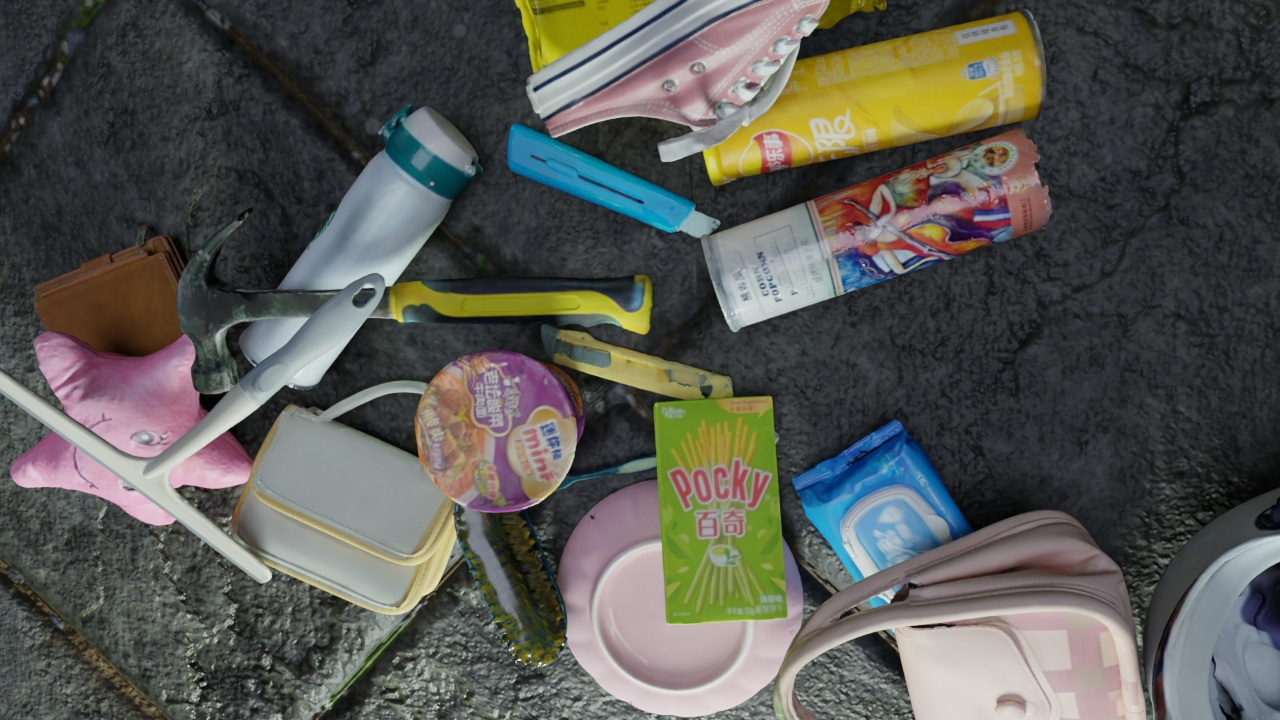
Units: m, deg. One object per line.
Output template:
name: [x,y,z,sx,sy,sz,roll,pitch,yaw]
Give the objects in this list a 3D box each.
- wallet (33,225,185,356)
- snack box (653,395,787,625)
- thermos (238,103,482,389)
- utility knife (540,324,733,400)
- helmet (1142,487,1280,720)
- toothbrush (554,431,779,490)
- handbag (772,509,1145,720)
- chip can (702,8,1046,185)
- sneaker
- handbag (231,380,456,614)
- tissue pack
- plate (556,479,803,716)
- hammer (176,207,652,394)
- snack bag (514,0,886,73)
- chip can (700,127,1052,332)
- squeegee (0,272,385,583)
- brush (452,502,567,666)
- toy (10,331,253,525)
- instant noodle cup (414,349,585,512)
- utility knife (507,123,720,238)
wallet: [-0.414,-0.037,0.731,0.131,0.035,0.119,-18,98,12]
snack box: [0.055,0.105,0.651,0.086,0.026,0.156,-3,83,1]
thermos: [-0.205,-0.084,0.673,0.073,0.073,0.224,41,103,1]
utility knife: [-0.004,0.004,0.683,0.152,0.018,0.031,14,107,2]
helmet: [0.435,0.170,0.569,0.259,0.145,0.229,-21,95,14]
toothbrush: [0.010,0.075,0.692,0.192,0.018,0.016,-12,97,9]
handbag: [0.205,0.212,0.616,0.234,0.093,0.193,-13,119,13]
chip can: [0.144,-0.170,0.599,0.213,0.072,0.072,-10,97,11]
sneaker: [0.047,-0.179,0.533,0.242,0.118,0.088,-21,107,25]
handbag: [-0.215,0.091,0.710,0.163,0.063,0.179,24,99,3]
tissue pack: [0.186,0.127,0.650,0.095,0.052,0.157,-34,92,13]
plate: [0.026,0.186,0.694,0.192,0.039,0.192,1,99,9]
hammer: [-0.152,-0.043,0.643,0.323,0.032,0.126,-1,113,-7]
snack bag: [0.025,-0.268,0.574,0.247,0.068,0.158,-8,127,9]
chip can: [0.153,-0.085,0.612,0.215,0.071,0.071,-18,96,11]
squeegee: [-0.266,0.024,0.616,0.247,0.039,0.246,-36,116,9]
brush: [-0.098,0.157,0.692,0.055,0.073,0.144,-23,92,-9]
toy: [-0.382,0.054,0.714,0.178,0.074,0.195,22,117,-20]
instant noodle cup: [-0.090,0.043,0.656,0.111,0.099,0.111,1,96,9]
utility knife: [-0.021,-0.125,0.661,0.166,0.018,0.034,23,102,4]
